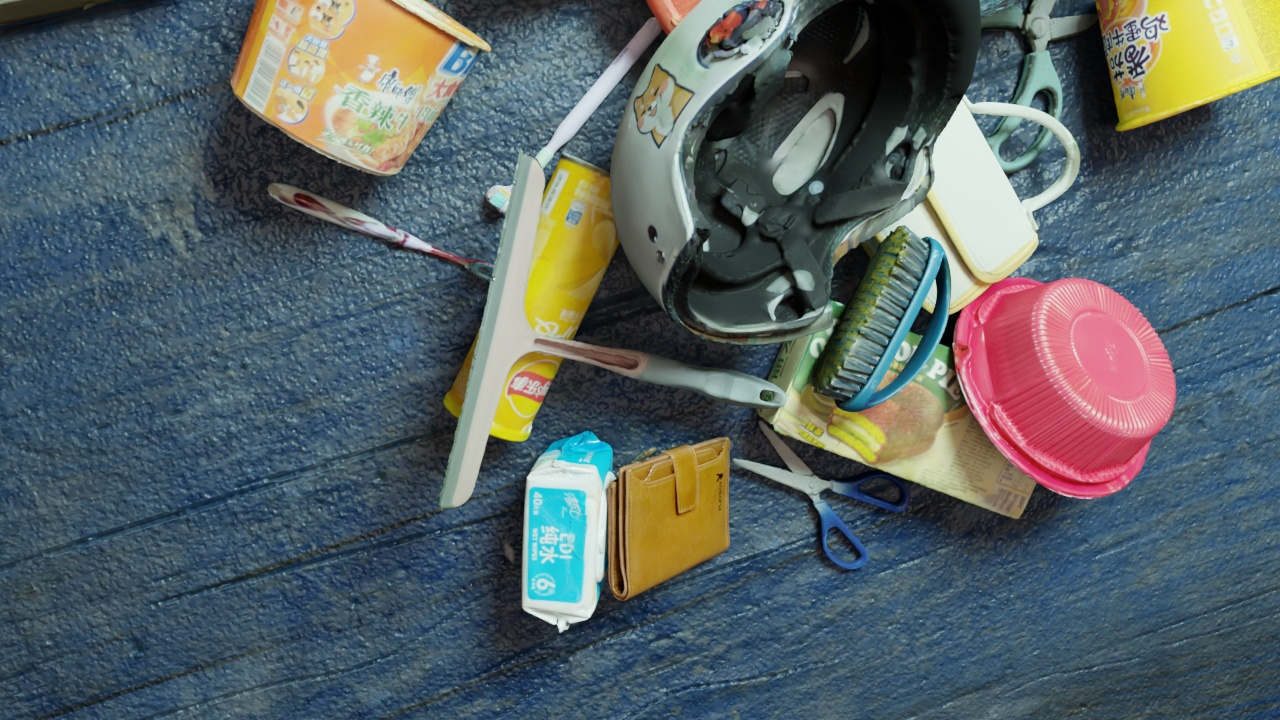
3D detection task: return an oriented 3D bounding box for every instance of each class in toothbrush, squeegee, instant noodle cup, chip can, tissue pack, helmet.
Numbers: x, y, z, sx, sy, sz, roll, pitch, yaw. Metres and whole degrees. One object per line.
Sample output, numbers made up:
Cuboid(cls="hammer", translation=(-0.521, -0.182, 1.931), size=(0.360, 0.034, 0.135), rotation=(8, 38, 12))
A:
Cuboid(cls="toothbrush", translation=(-0.190, -0.095, 0.697), size=(0.187, 0.017, 0.016), rotation=(21, 97, -13))
Cuboid(cls="squeegee", translation=(-0.004, 0.004, 0.678), size=(0.249, 0.040, 0.247), rotation=(13, 92, -22))
Cuboid(cls="instant noodle cup", translation=(0.419, -0.252, 0.698), size=(0.138, 0.138, 0.110), rotation=(-22, 95, -3))
Cuboid(cls="chip can", translation=(-0.075, -0.047, 0.697), size=(0.072, 0.072, 0.213), rotation=(24, 97, -12))
Cuboid(cls="tissue pack", translation=(-0.054, 0.132, 0.726), size=(0.063, 0.090, 0.140), rotation=(4, 101, 5))
Cuboid(cls="instant noodle cup", translation=(0.345, 0.007, 0.720), size=(0.193, 0.066, 0.193), rotation=(10, 62, -19))
Cuboid(cls="instant noodle cup", translation=(-0.193, -0.202, 0.614), size=(0.151, 0.151, 0.111), rotation=(29, 104, -13))
Cuboid(cls="helmet", translation=(0.081, -0.153, 0.615), size=(0.229, 0.157, 0.274), rotation=(15, 109, -50))
Cuboid(cls="toothbrush", translation=(-0.049, -0.188, 0.698), size=(0.189, 0.029, 0.021), rotation=(-48, 144, 2))

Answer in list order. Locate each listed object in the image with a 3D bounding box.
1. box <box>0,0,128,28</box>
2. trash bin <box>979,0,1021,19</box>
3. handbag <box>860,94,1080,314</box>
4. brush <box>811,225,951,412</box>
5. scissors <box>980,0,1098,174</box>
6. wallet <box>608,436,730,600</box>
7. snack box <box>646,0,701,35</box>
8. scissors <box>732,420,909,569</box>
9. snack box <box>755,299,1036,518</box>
Cuboid(cls="box", translation=(-0.387, -0.281, 0.610), size=(0.184, 0.059, 0.090), rotation=(-12, 103, -3))
Cuboid(cls="trash bin", translation=(0.252, -0.338, 0.625), size=(0.195, 0.226, 0.226), rotation=(-30, 105, 12))
Cuboid(cls="handbag", translation=(0.256, -0.141, 0.722), size=(0.179, 0.063, 0.163), rotation=(-35, 106, 6))
Cuboid(cls="brush", translation=(0.187, -0.025, 0.683), size=(0.073, 0.055, 0.144), rotation=(26, 92, -12))
Cuboid(cls="scissors", translation=(0.277, -0.244, 0.733), size=(0.179, 0.019, 0.170), rotation=(15, 101, -10))
Cuboid(cls="wallet", translation=(0.025, 0.115, 0.734), size=(0.130, 0.035, 0.119), rotation=(-11, 109, -47))
Cuboid(cls="snack box", translation=(0.036, -0.278, 0.645), size=(0.082, 0.079, 0.091), rotation=(-22, 115, 25))
Cuboid(cls="scissors", translation=(0.155, 0.119, 0.793), size=(0.165, 0.012, 0.157), rotation=(-3, 104, -10))
Cuboid(cls="snack box", translation=(0.227, 0.038, 0.763), size=(0.240, 0.063, 0.114), rotation=(20, 98, -12))
